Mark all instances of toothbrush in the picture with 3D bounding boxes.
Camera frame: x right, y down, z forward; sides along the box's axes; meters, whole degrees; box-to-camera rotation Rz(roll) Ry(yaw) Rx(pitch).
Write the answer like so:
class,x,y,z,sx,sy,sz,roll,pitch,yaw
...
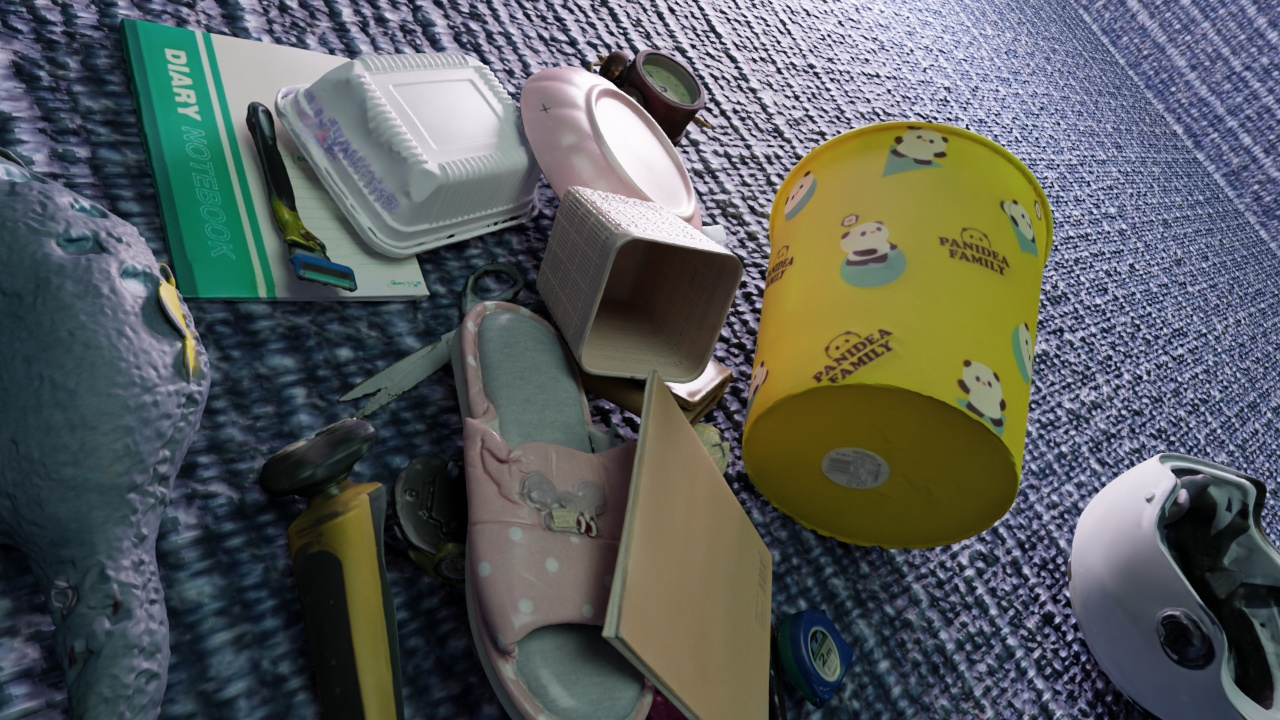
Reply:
class,x,y,z,sx,sy,sz,roll,pitch,yaw
toothbrush,0.085,0.241,0.554,0.015,0.018,0.180,34,38,-35

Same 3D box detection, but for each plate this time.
class,x,y,z,sx,sy,sz,roll,pitch,yaw
plate,-0.010,-0.150,0.703,0.192,0.039,0.192,39,33,-32

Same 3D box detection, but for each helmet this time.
class,x,y,z,sx,sy,sz,roll,pitch,yaw
helmet,0.464,0.215,0.791,0.228,0.146,0.258,0,67,-38

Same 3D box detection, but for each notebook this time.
class,x,y,z,sx,sy,sz,roll,pitch,yaw
notebook,0.039,0.126,0.513,0.211,0.012,0.149,57,32,-43
notebook,-0.232,-0.125,0.582,0.150,0.012,0.209,-4,62,-41

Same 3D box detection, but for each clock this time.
class,x,y,z,sx,sy,sz,roll,pitch,yaw
clock,0.004,-0.240,0.834,0.121,0.055,0.082,6,55,-35

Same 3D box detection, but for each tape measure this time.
class,x,y,z,sx,sy,sz,roll,pitch,yaw
tape measure,0.112,0.192,0.603,0.054,0.025,0.058,58,34,-1

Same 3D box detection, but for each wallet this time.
class,x,y,z,sx,sy,sz,roll,pitch,yaw
wallet,-0.004,0.004,0.620,0.115,0.033,0.090,29,31,15

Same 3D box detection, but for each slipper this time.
class,x,y,z,sx,sy,sz,roll,pitch,yaw
slipper,-0.045,0.067,0.488,0.114,0.055,0.274,18,41,-35

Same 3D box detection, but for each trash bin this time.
class,x,y,z,sx,sy,sz,roll,pitch,yaw
trash bin,0.191,-0.013,0.697,0.229,0.230,0.254,33,49,-15

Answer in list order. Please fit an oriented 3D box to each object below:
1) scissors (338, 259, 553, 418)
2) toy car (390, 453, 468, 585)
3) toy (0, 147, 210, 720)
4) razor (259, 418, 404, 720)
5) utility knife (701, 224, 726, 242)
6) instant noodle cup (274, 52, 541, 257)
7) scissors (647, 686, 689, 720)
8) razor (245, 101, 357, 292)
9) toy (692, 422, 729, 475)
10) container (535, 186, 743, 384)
class,x,y,z,sx,sy,sz,roll,pitch,yaw
scissors,-0.112,-0.005,0.585,0.142,0.014,0.172,23,46,-23
toy car,-0.069,0.102,0.511,0.158,0.042,0.070,29,36,-27
toy,-0.269,-0.004,0.397,0.137,0.092,0.356,-29,77,-35
razor,-0.145,0.109,0.439,0.067,0.062,0.167,33,37,-64
utility knife,0.012,-0.095,0.756,0.202,0.018,0.034,-19,71,-48
instant noodle cup,-0.140,-0.152,0.627,0.138,0.061,0.173,54,37,4
scissors,-0.006,0.179,0.528,0.135,0.017,0.064,35,42,-8
razor,-0.214,-0.099,0.551,0.042,0.022,0.142,14,45,-62
toy,0.024,0.094,0.574,0.105,0.066,0.156,44,30,-18
container,-0.008,-0.053,0.587,0.090,0.090,0.111,6,26,-29
